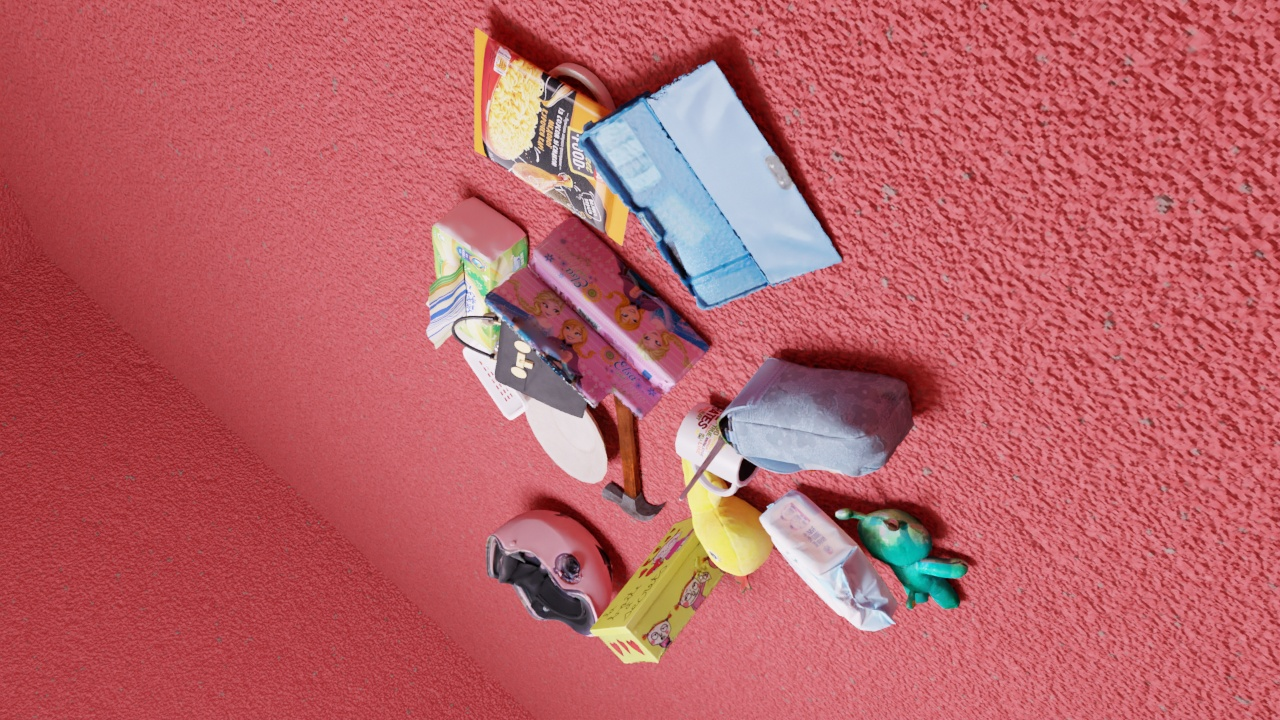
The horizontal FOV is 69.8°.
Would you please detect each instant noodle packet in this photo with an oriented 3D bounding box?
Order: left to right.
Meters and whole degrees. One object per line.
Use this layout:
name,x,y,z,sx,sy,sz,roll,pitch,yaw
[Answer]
instant noodle packet,-0.096,-0.235,0.978,0.221,0.032,0.160,35,145,16

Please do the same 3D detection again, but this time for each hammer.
hammer,-0.017,0.135,1.345,0.111,0.028,0.301,28,144,27

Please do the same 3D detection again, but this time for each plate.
plate,-0.108,0.100,1.394,0.189,0.027,0.189,33,141,31

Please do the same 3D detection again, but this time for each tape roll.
tape roll,-0.064,-0.264,0.956,0.093,0.013,0.093,30,144,24

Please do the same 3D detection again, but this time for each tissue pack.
tissue pack,-0.233,-0.094,1.221,0.120,0.141,0.198,31,146,22
tissue pack,0.221,0.238,1.086,0.112,0.070,0.182,53,176,-26

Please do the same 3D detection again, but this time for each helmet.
helmet,-0.148,0.372,1.648,0.255,0.152,0.231,35,144,13

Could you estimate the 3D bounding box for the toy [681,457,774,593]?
toy,0.110,0.205,1.224,0.207,0.092,0.134,57,175,-6

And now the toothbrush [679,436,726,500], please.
toothbrush,0.090,0.090,1.024,0.010,0.181,0.010,26,141,19

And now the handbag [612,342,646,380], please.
handbag,-0.007,0.007,1.194,0.055,0.029,0.120,26,149,31

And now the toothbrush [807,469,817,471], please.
toothbrush,0.159,0.129,1.145,0.183,0.018,0.016,-8,96,52

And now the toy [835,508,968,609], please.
toy,0.302,0.229,1.052,0.131,0.072,0.193,0,136,49

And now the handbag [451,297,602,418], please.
handbag,-0.151,-0.020,1.201,0.196,0.072,0.176,15,146,-3

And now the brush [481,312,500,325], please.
brush,-0.133,-0.060,1.194,0.151,0.012,0.039,-4,142,6

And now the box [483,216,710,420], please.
box,-0.049,-0.042,1.054,0.230,0.159,0.035,44,151,2

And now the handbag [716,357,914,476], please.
handbag,0.184,0.068,0.956,0.192,0.121,0.119,8,132,38

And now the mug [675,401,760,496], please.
mug,0.098,0.116,1.133,0.090,0.073,0.105,25,117,29

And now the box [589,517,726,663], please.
box,0.038,0.328,1.320,0.081,0.220,0.125,49,151,-4

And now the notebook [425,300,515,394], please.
notebook,-0.238,-0.041,1.414,0.209,0.012,0.153,48,147,-5

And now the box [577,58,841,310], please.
box,0.069,-0.161,0.883,0.175,0.033,0.231,-18,120,38

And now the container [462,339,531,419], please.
container,-0.200,0.017,1.363,0.129,0.049,0.081,56,147,-1
